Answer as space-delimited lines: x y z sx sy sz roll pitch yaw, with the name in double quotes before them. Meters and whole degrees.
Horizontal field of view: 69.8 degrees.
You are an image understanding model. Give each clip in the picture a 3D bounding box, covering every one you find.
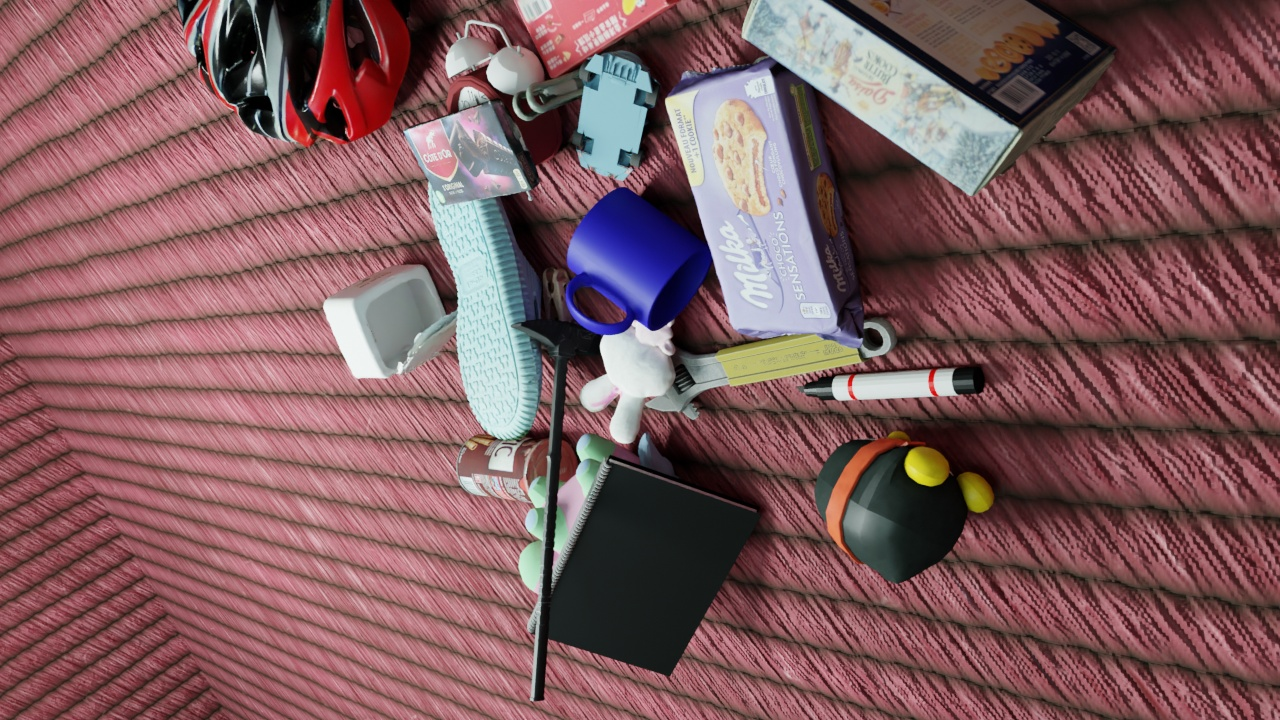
"clip" -0.064 -0.203 0.695 0.047 0.076 0.023 -15 105 46
"clip" -0.076 -0.056 0.844 0.047 0.025 0.062 35 133 22

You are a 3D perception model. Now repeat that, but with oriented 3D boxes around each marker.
"marker" 0.175 0.018 0.667 0.146 0.019 0.019 -5 113 44

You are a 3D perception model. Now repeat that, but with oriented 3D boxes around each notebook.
"notebook" -0.001 0.194 0.844 0.149 0.016 0.207 20 114 -9

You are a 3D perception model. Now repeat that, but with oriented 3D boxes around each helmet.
"helmet" -0.312 -0.298 0.814 0.217 0.166 0.273 60 151 -2

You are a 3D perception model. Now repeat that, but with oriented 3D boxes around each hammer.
"hammer" -0.082 0.125 0.791 0.015 0.094 0.324 -5 78 43

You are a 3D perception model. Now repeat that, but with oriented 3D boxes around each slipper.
"slipper" -0.132 -0.063 0.857 0.116 0.069 0.276 -12 91 51

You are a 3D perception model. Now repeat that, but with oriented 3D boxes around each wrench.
"wrench" 0.084 -0.001 0.737 0.274 0.018 0.083 -15 102 47

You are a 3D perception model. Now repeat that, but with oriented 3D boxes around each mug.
"mug" -0.011 -0.068 0.711 0.083 0.111 0.079 38 160 17

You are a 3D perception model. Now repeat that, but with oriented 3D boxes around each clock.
"clock" -0.114 -0.206 0.748 0.096 0.048 0.138 25 139 35

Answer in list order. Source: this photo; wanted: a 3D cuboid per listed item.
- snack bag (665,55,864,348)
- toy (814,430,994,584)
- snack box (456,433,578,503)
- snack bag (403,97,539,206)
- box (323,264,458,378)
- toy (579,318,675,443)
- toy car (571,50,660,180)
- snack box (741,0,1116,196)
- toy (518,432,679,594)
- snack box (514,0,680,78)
"snack bag" 0.092 -0.105 0.631 0.096 0.058 0.205 1 118 44
"toy" 0.176 0.100 0.671 0.097 0.100 0.119 27 -177 -34
"snack box" -0.132 0.114 0.974 0.121 0.072 0.072 0 116 43
"snack bag" -0.141 -0.169 0.756 0.155 0.018 0.074 4 126 51
"box" -0.233 -0.038 0.937 0.130 0.109 0.103 2 118 43
"toy" -0.005 0.005 0.781 0.076 0.037 0.126 39 115 28
"toy car" -0.018 -0.188 0.694 0.060 0.027 0.108 21 144 3
"snack box" 0.152 -0.164 0.473 0.145 0.144 0.043 41 140 16
"toy" -0.029 0.168 0.895 0.171 0.120 0.223 37 113 -22
"snack box" -0.039 -0.272 0.665 0.133 0.021 0.089 -14 107 46
